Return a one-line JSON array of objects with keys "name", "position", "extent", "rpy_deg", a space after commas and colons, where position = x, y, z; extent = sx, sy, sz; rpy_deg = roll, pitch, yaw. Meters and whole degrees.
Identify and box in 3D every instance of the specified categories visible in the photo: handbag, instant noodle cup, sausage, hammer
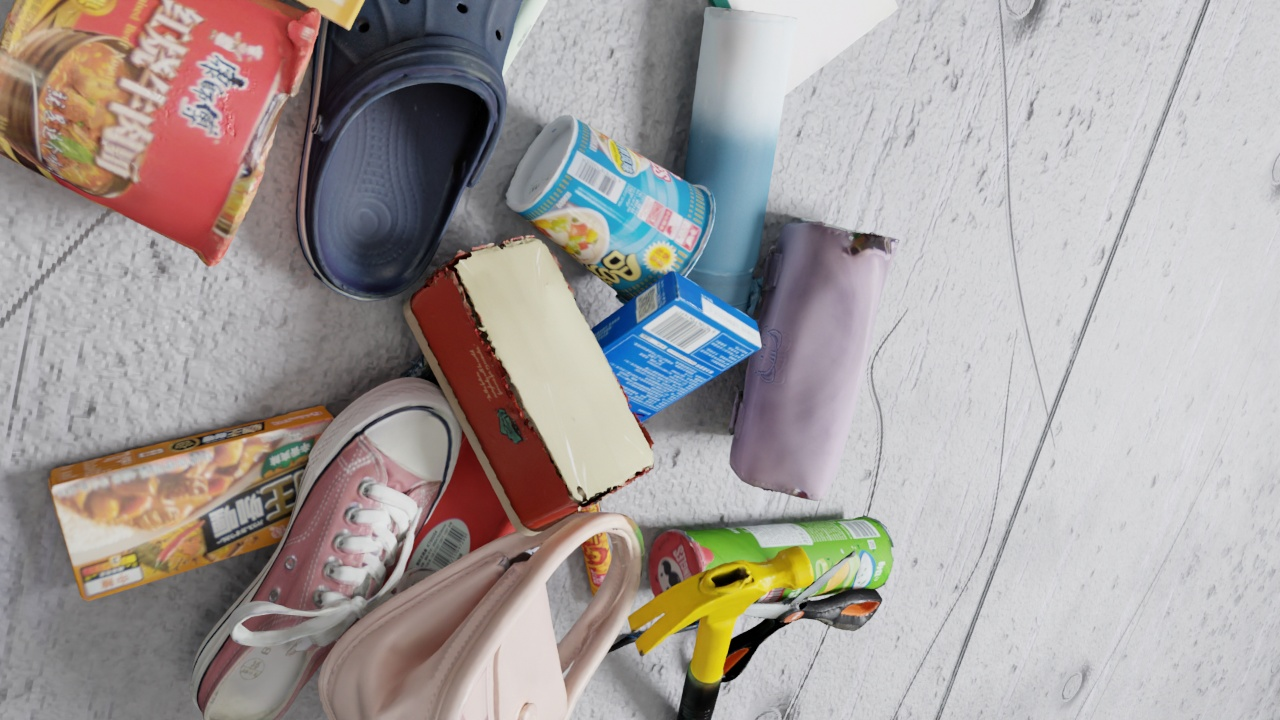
[{"name": "handbag", "position": [-0.075, 0.189, 0.586], "extent": [0.233, 0.093, 0.194], "rpy_deg": [-42, 143, -40]}, {"name": "instant noodle cup", "position": [-0.023, -0.101, 0.601], "extent": [0.110, 0.099, 0.099], "rpy_deg": [31, 88, -31]}, {"name": "handbag", "position": [0.131, -0.007, 0.704], "extent": [0.098, 0.144, 0.197], "rpy_deg": [14, 100, 8]}, {"name": "sausage", "position": [-0.039, 0.128, 0.714], "extent": [0.021, 0.021, 0.165], "rpy_deg": [-23, 118, -26]}, {"name": "instant noodle cup", "position": [-0.229, -0.127, 0.432], "extent": [0.108, 0.138, 0.138], "rpy_deg": [22, 94, -28]}, {"name": "hammer", "position": [0.052, 0.247, 0.734], "extent": [0.128, 0.032, 0.301], "rpy_deg": [-12, 140, -14]}]

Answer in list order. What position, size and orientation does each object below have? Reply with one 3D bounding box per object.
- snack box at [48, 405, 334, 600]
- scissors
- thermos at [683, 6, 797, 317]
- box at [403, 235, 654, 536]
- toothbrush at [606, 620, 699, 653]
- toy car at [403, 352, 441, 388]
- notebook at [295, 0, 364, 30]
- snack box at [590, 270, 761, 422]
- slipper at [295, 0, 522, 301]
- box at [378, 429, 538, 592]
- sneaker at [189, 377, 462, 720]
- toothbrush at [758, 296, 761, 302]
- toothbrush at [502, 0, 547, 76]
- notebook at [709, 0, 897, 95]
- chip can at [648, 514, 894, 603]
[{"name": "snack box", "position": [-0.257, 0.082, 0.548], "extent": [0.153, 0.026, 0.075], "rpy_deg": [-15, 115, -29]}, {"name": "scissors", "position": [0.134, 0.225, 0.794], "extent": [0.220, 0.021, 0.234], "rpy_deg": [3, 138, -36]}, {"name": "thermos", "position": [0.064, -0.134, 0.656], "extent": [0.070, 0.070, 0.221], "rpy_deg": [-7, 113, -32]}, {"name": "box", "position": [-0.061, 0.010, 0.562], "extent": [0.091, 0.078, 0.168], "rpy_deg": [-24, 85, -49]}, {"name": "toothbrush", "position": [0.009, 0.235, 0.791], "extent": [0.189, 0.014, 0.016], "rpy_deg": [-2, 84, -34]}, {"name": "toy car", "position": [-0.141, 0.027, 0.601], "extent": [0.105, 0.031, 0.049], "rpy_deg": [-47, 129, -3]}, {"name": "notebook", "position": [-0.165, -0.292, 0.451], "extent": [0.146, 0.010, 0.206], "rpy_deg": [28, 91, -15]}, {"name": "snack box", "position": [-0.004, 0.004, 0.631], "extent": [0.084, 0.026, 0.158], "rpy_deg": [27, 132, -37]}, {"name": "slipper", "position": [-0.127, -0.151, 0.511], "extent": [0.105, 0.095, 0.253], "rpy_deg": [13, 103, -39]}, {"name": "box", "position": [-0.120, 0.149, 0.647], "extent": [0.201, 0.095, 0.100], "rpy_deg": [-60, 165, 0]}, {"name": "sneaker", "position": [-0.177, 0.125, 0.545], "extent": [0.118, 0.088, 0.241], "rpy_deg": [37, 84, -39]}, {"name": "toothbrush", "position": [0.019, -0.019, 0.703], "extent": [0.187, 0.016, 0.017], "rpy_deg": [-21, 125, -26]}, {"name": "toothbrush", "position": [-0.051, -0.245, 0.572], "extent": [0.020, 0.029, 0.189], "rpy_deg": [32, 89, 5]}, {"name": "notebook", "position": [0.100, -0.307, 0.654], "extent": [0.150, 0.012, 0.209], "rpy_deg": [-40, 124, -14]}, {"name": "chip can", "position": [0.122, 0.177, 0.808], "extent": [0.235, 0.072, 0.072], "rpy_deg": [3, 105, -35]}]
